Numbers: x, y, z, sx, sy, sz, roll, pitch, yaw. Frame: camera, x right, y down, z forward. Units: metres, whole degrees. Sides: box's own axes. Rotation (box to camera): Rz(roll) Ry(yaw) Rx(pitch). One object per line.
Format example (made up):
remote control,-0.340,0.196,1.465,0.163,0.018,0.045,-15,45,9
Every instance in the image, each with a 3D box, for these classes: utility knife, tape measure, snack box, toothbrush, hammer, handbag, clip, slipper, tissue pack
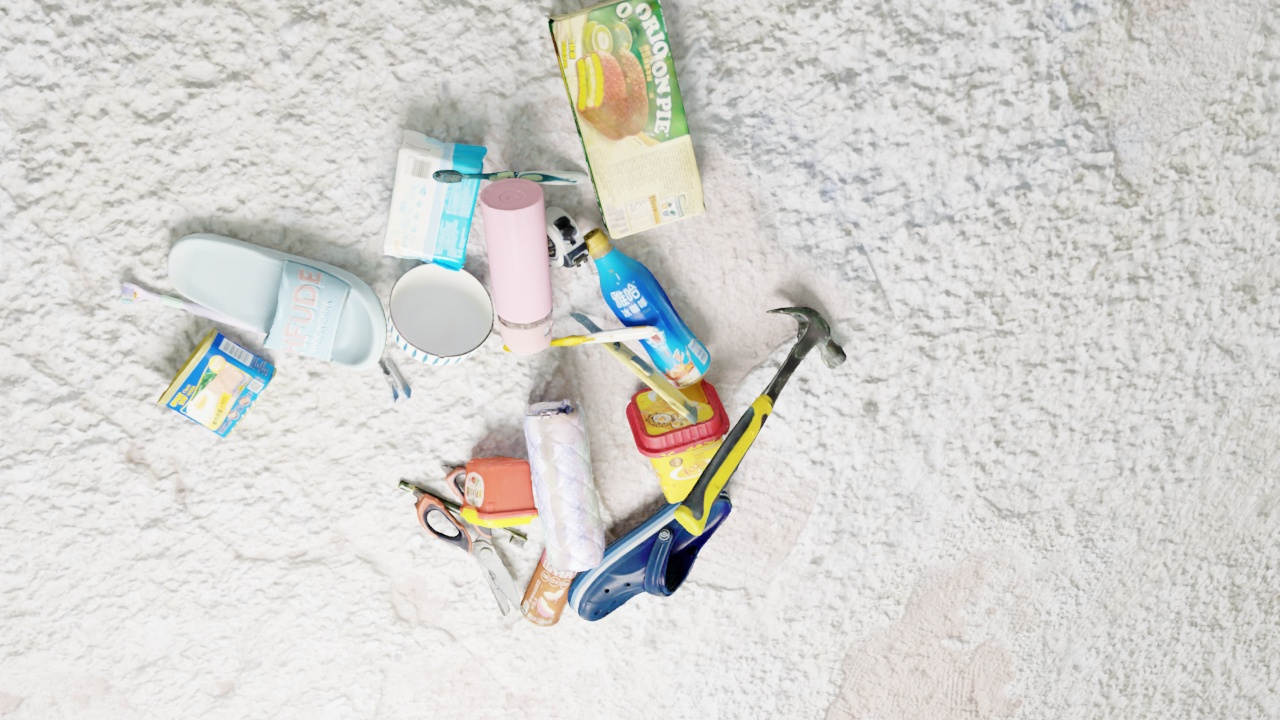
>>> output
utility knife,-0.006,0.006,1.087,0.198,0.030,0.021,37,126,10
tape measure,-0.094,-0.137,1.025,0.033,0.066,0.066,-40,122,-29
snack box,-0.013,-0.261,0.990,0.114,0.063,0.240,-18,115,-3
toothbrush,-0.132,-0.194,0.977,0.191,0.018,0.016,-8,117,-38
hammer,0.135,0.063,1.082,0.126,0.032,0.322,50,62,-25
handbag,-0.090,0.142,1.094,0.075,0.134,0.194,-11,97,-4
toothbrush,-0.474,-0.050,1.020,0.189,0.021,0.029,16,124,-19
clip,-0.293,0.022,1.084,0.041,0.026,0.058,-18,115,6
slipper,0.025,0.263,1.197,0.253,0.095,0.105,-40,141,0
slipper,-0.392,-0.064,0.989,0.245,0.074,0.104,22,108,-9
tissue pack,-0.222,-0.170,0.989,0.090,0.063,0.140,10,105,-14
toothbrush,-0.227,0.199,1.179,0.185,0.012,0.017,29,92,-20
toothbrush,-0.071,-0.027,1.073,0.191,0.018,0.016,-6,124,15
snack box,-0.172,0.159,1.122,0.081,0.091,0.080,1,87,-34

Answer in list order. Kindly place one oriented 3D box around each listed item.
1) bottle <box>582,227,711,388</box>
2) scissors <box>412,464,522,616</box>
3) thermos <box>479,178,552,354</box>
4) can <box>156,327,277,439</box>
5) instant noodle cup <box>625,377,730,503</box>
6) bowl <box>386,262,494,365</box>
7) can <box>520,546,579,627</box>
bottle,0.002,-0.062,1.078,0.065,0.065,0.219,-36,115,6
scissors,-0.219,0.239,1.174,0.197,0.015,0.205,13,96,-20
thermos,-0.127,-0.102,1.005,0.067,0.087,0.199,14,134,17
can,-0.475,0.027,1.035,0.083,0.057,0.102,37,103,-25
instant noodle cup,0.052,0.102,1.141,0.116,0.116,0.124,-16,126,-4
bowl,-0.228,-0.044,1.031,0.116,0.116,0.066,16,151,-17
can,-0.109,0.279,1.211,0.058,0.058,0.147,18,109,-17
